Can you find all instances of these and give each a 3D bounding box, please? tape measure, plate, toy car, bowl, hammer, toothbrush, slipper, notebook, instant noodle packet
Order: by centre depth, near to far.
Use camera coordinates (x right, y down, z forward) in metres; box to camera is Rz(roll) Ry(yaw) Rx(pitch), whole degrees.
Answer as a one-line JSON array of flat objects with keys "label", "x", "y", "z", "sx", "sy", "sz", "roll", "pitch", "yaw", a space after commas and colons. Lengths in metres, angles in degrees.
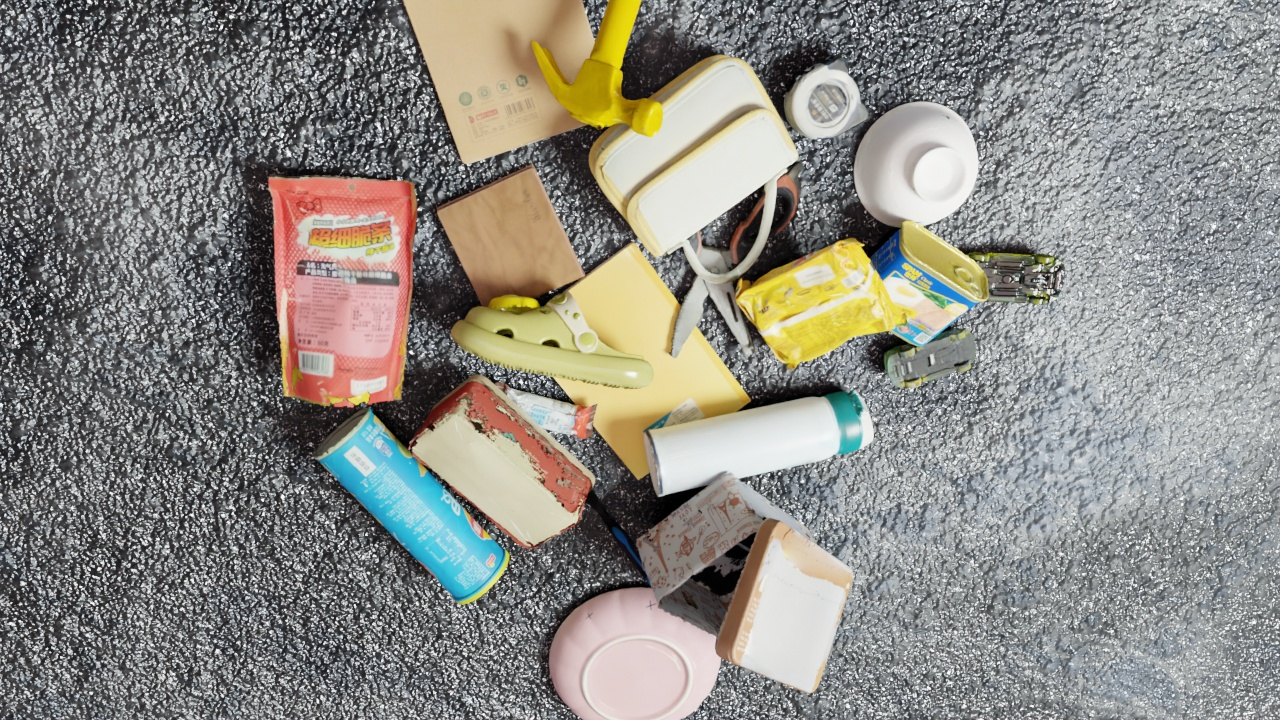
[{"label": "hammer", "x": 0.001, "y": -0.339, "z": 0.749, "sx": 0.129, "sy": 0.032, "sz": 0.301, "roll": 22, "pitch": 98, "yaw": 21}, {"label": "notebook", "x": -0.121, "y": -0.292, "z": 0.795, "sx": 0.148, "sy": 0.008, "sz": 0.208, "roll": -18, "pitch": 110, "yaw": 1}, {"label": "tape measure", "x": 0.163, "y": -0.233, "z": 0.825, "sx": 0.066, "sy": 0.033, "sz": 0.066, "roll": -27, "pitch": 108, "yaw": 2}, {"label": "bowl", "x": 0.262, "y": -0.174, "z": 0.838, "sx": 0.118, "sy": 0.064, "sz": 0.118, "roll": -1, "pitch": 109, "yaw": -4}, {"label": "instant noodle packet", "x": 0.164, "y": -0.054, "z": 0.841, "sx": 0.129, "sy": 0.044, "sz": 0.111, "roll": -22, "pitch": 121, "yaw": 33}, {"label": "slipper", "x": -0.076, "y": -0.022, "z": 0.851, "sx": 0.190, "sy": 0.092, "sz": 0.081, "roll": 13, "pitch": 83, "yaw": -10}, {"label": "toy car", "x": 0.357, "y": -0.082, "z": 0.896, "sx": 0.105, "sy": 0.032, "sz": 0.048, "roll": 2, "pitch": 110, "yaw": 7}, {"label": "notebook", "x": -0.005, "y": 0.005, "z": 0.908, "sx": 0.146, "sy": 0.010, "sz": 0.206, "roll": -36, "pitch": 108, "yaw": 8}, {"label": "toy car", "x": 0.287, "y": -0.004, "z": 0.914, "sx": 0.091, "sy": 0.036, "sz": 0.043, "roll": -16, "pitch": 109, "yaw": 2}, {"label": "toothbrush", "x": -0.014, "y": 0.196, "z": 0.976, "sx": 0.014, "sy": 0.016, "sz": 0.189, "roll": -34, "pitch": 111, "yaw": 1}, {"label": "plate", "x": -0.004, "y": 0.339, "z": 1.007, "sx": 0.192, "sy": 0.039, "sz": 0.193, "roll": -1, "pitch": 112, "yaw": -3}]

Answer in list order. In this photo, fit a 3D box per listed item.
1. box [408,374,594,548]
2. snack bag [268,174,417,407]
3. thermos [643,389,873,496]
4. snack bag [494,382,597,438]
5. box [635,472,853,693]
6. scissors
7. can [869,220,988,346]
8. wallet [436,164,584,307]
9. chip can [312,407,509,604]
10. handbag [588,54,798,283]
[{"label": "box", "x": -0.133, "y": 0.104, "z": 0.884, "sx": 0.092, "sy": 0.078, "sz": 0.168, "roll": -35, "pitch": 110, "yaw": 31}, {"label": "snack bag", "x": -0.270, "y": -0.063, "z": 0.838, "sx": 0.128, "sy": 0.073, "sz": 0.208, "roll": 2, "pitch": 104, "yaw": -10}, {"label": "thermos", "x": 0.119, "y": 0.081, "z": 0.911, "sx": 0.224, "sy": 0.073, "sz": 0.073, "roll": -11, "pitch": 110, "yaw": -6}, {"label": "snack bag", "x": -0.095, "y": 0.051, "z": 0.905, "sx": 0.104, "sy": 0.026, "sz": 0.048, "roll": 13, "pitch": 124, "yaw": -2}, {"label": "box", "x": 0.121, "y": 0.228, "z": 0.884, "sx": 0.150, "sy": 0.166, "sz": 0.182, "roll": -39, "pitch": 133, "yaw": 15}, {"label": "scissors", "x": 0.069, "y": -0.107, "z": 0.868, "sx": 0.189, "sy": 0.015, "sz": 0.225, "roll": 32, "pitch": 101, "yaw": -13}, {"label": "can", "x": 0.258, "y": -0.070, "z": 0.863, "sx": 0.102, "sy": 0.057, "sz": 0.083, "roll": 29, "pitch": 135, "yaw": -14}, {"label": "wallet", "x": -0.121, "y": -0.109, "z": 0.855, "sx": 0.101, "sy": 0.020, "sz": 0.115, "roll": -25, "pitch": 107, "yaw": 3}, {"label": "chip can", "x": -0.224, "y": 0.145, "z": 0.908, "sx": 0.071, "sy": 0.071, "sz": 0.210, "roll": -36, "pitch": 108, "yaw": 8}, {"label": "handbag", "x": 0.062, "y": -0.157, "z": 0.815, "sx": 0.163, "sy": 0.063, "sz": 0.179, "roll": -35, "pitch": 110, "yaw": 8}]
